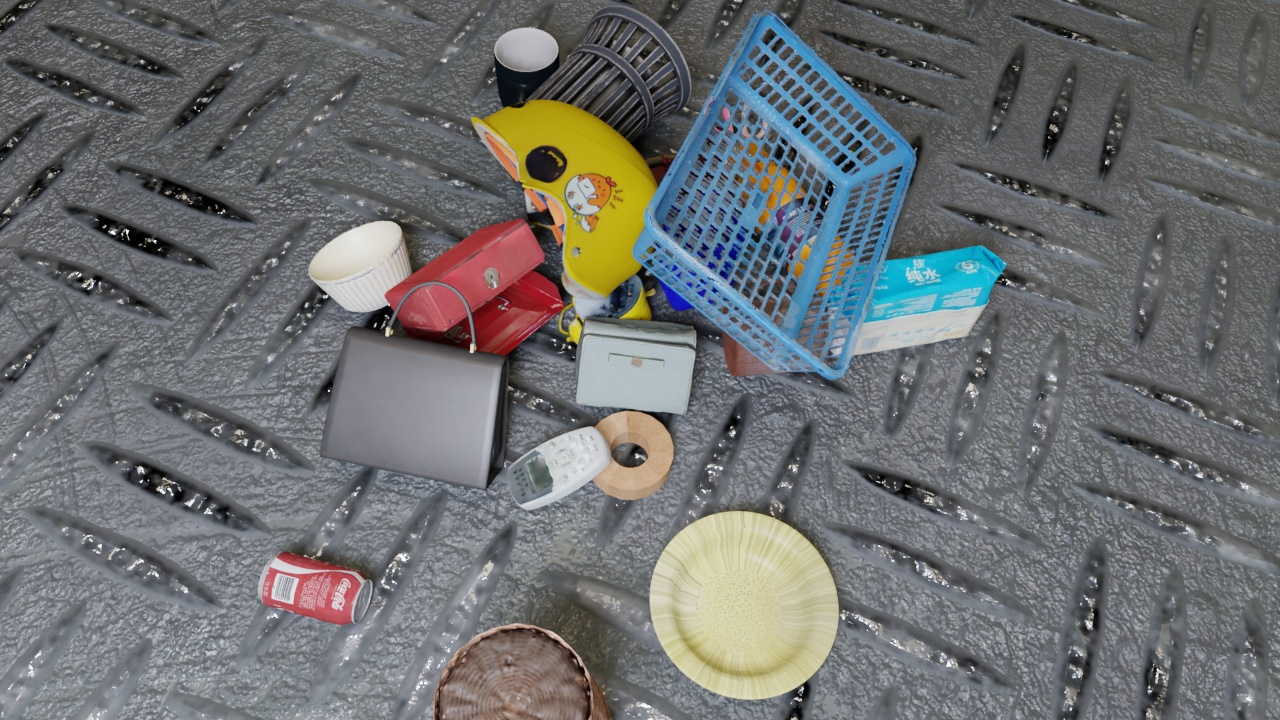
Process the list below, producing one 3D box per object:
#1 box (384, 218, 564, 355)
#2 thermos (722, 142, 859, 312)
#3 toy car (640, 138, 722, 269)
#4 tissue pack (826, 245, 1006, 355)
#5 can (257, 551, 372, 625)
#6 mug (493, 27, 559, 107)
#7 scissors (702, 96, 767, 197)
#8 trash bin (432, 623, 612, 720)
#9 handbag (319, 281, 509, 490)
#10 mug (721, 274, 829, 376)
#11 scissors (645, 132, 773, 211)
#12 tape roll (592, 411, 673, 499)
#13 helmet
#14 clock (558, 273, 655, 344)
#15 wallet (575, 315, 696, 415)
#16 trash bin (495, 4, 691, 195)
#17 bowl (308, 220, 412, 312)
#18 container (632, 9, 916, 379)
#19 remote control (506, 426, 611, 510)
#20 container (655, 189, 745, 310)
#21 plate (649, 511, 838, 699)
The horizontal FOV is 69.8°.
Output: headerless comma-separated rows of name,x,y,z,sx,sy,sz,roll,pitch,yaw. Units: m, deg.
box,-0.194,-0.084,1.030,0.137,0.127,0.157,24,57,41
thermos,0.185,-0.171,1.123,0.076,0.091,0.232,-26,67,-13
toy car,0.027,-0.201,1.132,0.062,0.070,0.169,34,82,33
tissue pack,0.306,-0.066,1.061,0.209,0.117,0.066,-11,55,-10
can,-0.316,0.223,0.895,0.096,0.054,0.053,13,60,5
mug,-0.152,-0.366,1.226,0.085,0.095,0.121,5,60,0
scissors,0.143,-0.282,1.227,0.101,0.016,0.178,-3,65,-16
trash bin,-0.096,0.300,0.770,0.151,0.210,0.151,2,59,-3
handbag,-0.222,0.015,0.945,0.176,0.072,0.196,11,104,3
mug,0.150,-0.043,1.053,0.110,0.096,0.122,-3,63,-10
scissors,0.097,-0.252,1.219,0.228,0.016,0.114,-25,65,-18
tape roll,-0.012,0.103,0.996,0.094,0.027,0.093,1,60,-2
helmet,-0.063,-0.190,0.989,0.139,0.209,0.240,-31,91,-5
clock,-0.042,-0.059,1.066,0.119,0.057,0.083,-8,52,16
wallet,-0.006,0.006,1.012,0.131,0.054,0.100,5,102,-1
trash bin,-0.068,-0.311,1.165,0.164,0.164,0.227,33,67,15
bowl,-0.317,-0.104,1.066,0.115,0.062,0.115,-14,39,11
container,0.143,-0.172,0.980,0.257,0.089,0.361,37,55,-16
remote control,-0.085,0.112,0.966,0.114,0.028,0.060,-27,60,7
container,0.067,-0.127,1.085,0.085,0.114,0.084,-16,62,-12
plate,0.101,0.244,0.914,0.184,0.036,0.184,1,60,-2
